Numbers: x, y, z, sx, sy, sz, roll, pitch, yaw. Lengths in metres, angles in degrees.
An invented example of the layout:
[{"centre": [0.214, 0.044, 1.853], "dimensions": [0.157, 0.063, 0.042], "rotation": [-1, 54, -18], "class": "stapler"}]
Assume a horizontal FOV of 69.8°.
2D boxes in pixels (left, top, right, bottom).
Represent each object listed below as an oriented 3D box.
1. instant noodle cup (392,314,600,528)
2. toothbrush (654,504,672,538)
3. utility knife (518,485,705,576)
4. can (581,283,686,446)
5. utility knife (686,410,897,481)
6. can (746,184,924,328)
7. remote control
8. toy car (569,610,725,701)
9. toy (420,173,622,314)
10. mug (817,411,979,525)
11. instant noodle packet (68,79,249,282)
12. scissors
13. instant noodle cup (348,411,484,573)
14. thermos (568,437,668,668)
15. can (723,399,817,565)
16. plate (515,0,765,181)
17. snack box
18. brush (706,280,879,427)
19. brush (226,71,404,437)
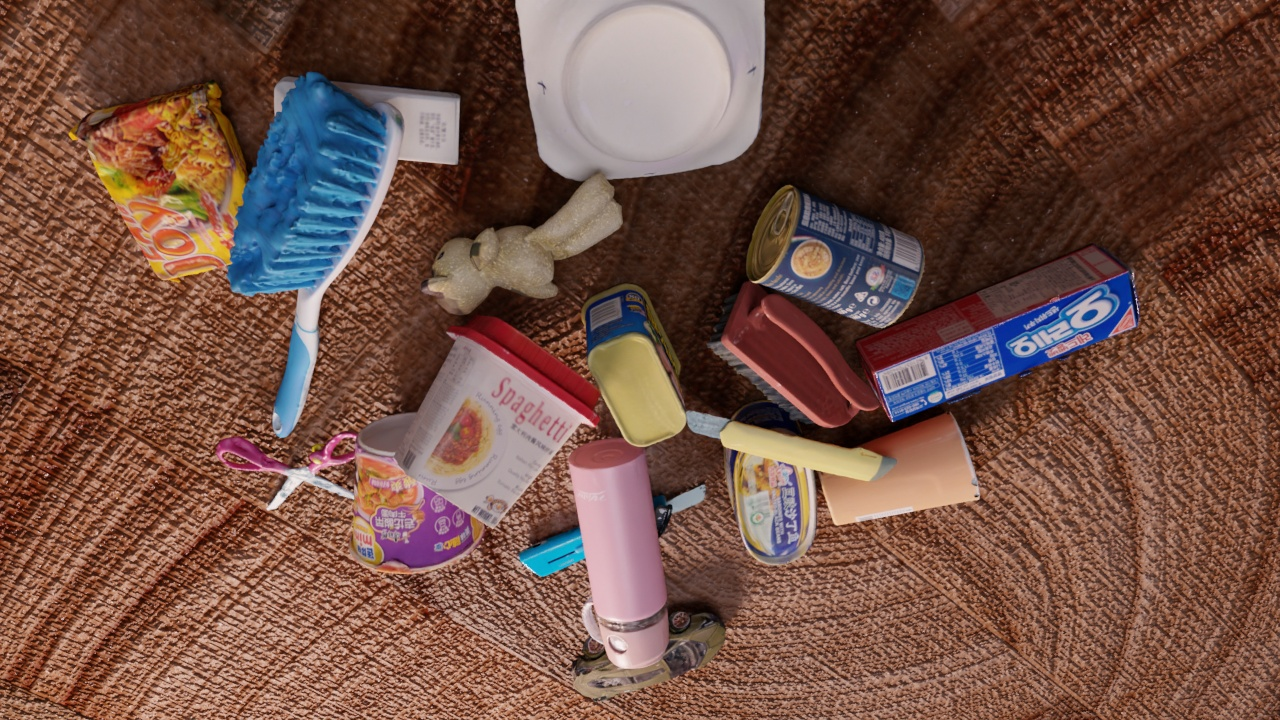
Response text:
[{"centre": [-0.110, 0.045, 0.670], "dimensions": [0.116, 0.117, 0.124], "rotation": [38, 80, -21], "class": "instant noodle cup"}, {"centre": [-0.010, 0.199, 0.852], "dimensions": [0.016, 0.014, 0.189], "rotation": [14, 124, -16], "class": "toothbrush"}, {"centre": [-0.023, 0.152, 0.833], "dimensions": [0.182, 0.018, 0.034], "rotation": [-24, 118, 8], "class": "utility knife"}, {"centre": [-0.004, 0.004, 0.712], "dimensions": [0.057, 0.083, 0.102], "rotation": [-22, 119, 8], "class": "can"}, {"centre": [0.121, 0.070, 0.739], "dimensions": [0.183, 0.019, 0.031], "rotation": [13, 113, -16], "class": "utility knife"}, {"centre": [0.145, -0.076, 0.684], "dimensions": [0.111, 0.075, 0.075], "rotation": [19, 116, -15], "class": "can"}, {"centre": [-0.188, -0.165, 0.636], "dimensions": [0.125, 0.024, 0.049], "rotation": [3, 120, -7], "class": "remote control"}, {"centre": [0.009, 0.287, 0.894], "dimensions": [0.158, 0.042, 0.070], "rotation": [-21, 130, 4], "class": "toy car"}, {"centre": [-0.085, -0.085, 0.672], "dimensions": [0.157, 0.066, 0.105], "rotation": [-27, 163, 10], "class": "toy"}, {"centre": [0.219, 0.099, 0.792], "dimensions": [0.123, 0.078, 0.078], "rotation": [-18, 119, 11], "class": "mug"}, {"centre": [-0.320, -0.119, 0.642], "dimensions": [0.111, 0.044, 0.128], "rotation": [-12, 120, 7], "class": "instant noodle packet"}, {"centre": [-0.286, 0.091, 0.769], "dimensions": [0.134, 0.017, 0.134], "rotation": [28, 126, -32], "class": "scissors"}, {"centre": [-0.183, 0.101, 0.745], "dimensions": [0.111, 0.111, 0.099], "rotation": [0, 111, -5], "class": "instant noodle cup"}, {"centre": [-0.023, 0.168, 0.798], "dimensions": [0.087, 0.067, 0.199], "rotation": [5, 113, 33], "class": "thermos"}, {"centre": [0.114, 0.108, 0.800], "dimensions": [0.074, 0.049, 0.148], "rotation": [-10, 119, 0], "class": "can"}, {"centre": [0.005, -0.190, 0.614], "dimensions": [0.163, 0.034, 0.164], "rotation": [-7, 131, 0], "class": "plate"}, {"centre": [0.284, -0.021, 0.735], "dimensions": [0.208, 0.058, 0.057], "rotation": [-23, 118, 9], "class": "snack box"}, {"centre": [0.125, 0.002, 0.724], "dimensions": [0.146, 0.063, 0.069], "rotation": [40, 146, -24], "class": "brush"}, {"centre": [-0.244, -0.052, 0.653], "dimensions": [0.060, 0.109, 0.315], "rotation": [44, 116, 20], "class": "brush"}]
